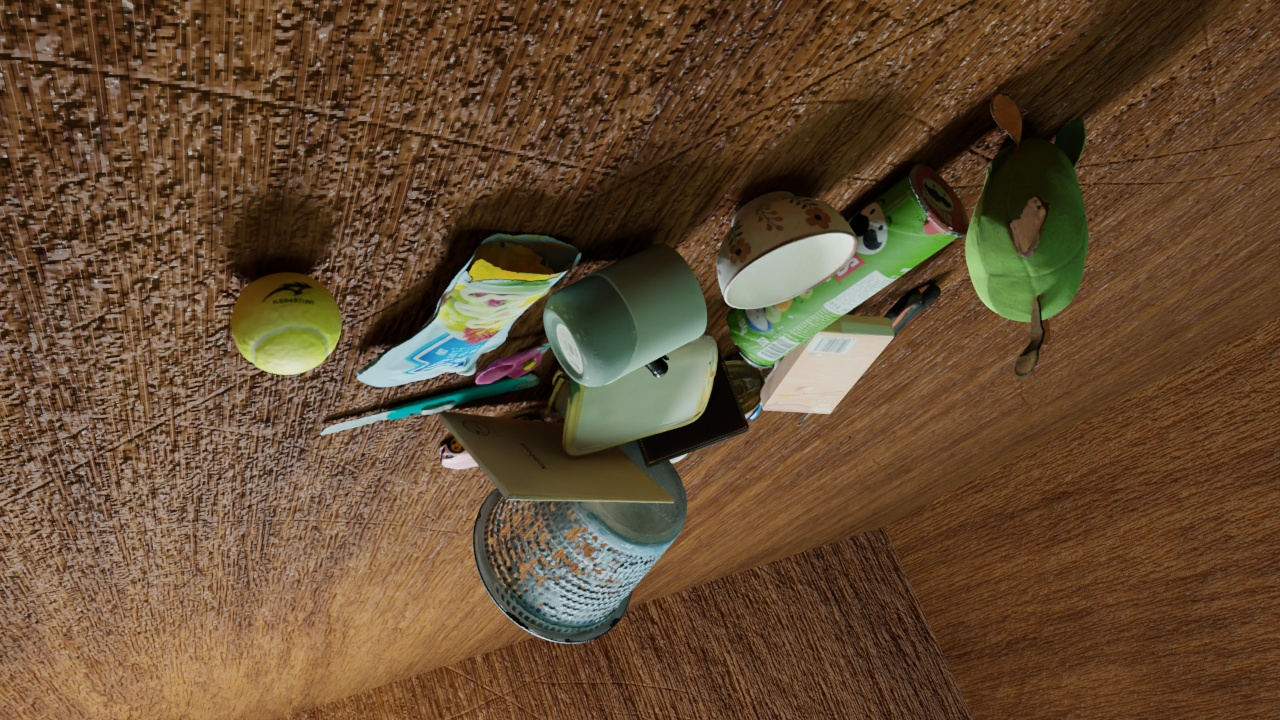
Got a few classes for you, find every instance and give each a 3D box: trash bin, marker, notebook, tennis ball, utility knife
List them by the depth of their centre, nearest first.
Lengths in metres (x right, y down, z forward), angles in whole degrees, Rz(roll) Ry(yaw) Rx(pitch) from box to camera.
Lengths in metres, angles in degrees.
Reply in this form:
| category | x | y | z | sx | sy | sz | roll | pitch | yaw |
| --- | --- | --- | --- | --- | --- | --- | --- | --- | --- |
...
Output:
| category | x | y | z | sx | sy | sz | roll | pitch | yaw |
| --- | --- | --- | --- | --- | --- | --- | --- | --- | --- |
| tennis ball | -0.224 | -0.024 | 0.582 | 0.065 | 0.065 | 0.065 | -19 | 160 | -7 |
| marker | -0.008 | -0.024 | 0.806 | 0.022 | 0.020 | 0.132 | -52 | 141 | -9 |
| utility knife | -0.191 | 0.041 | 0.855 | 0.209 | 0.013 | 0.029 | -14 | 158 | -19 |
| notebook | -0.081 | 0.098 | 0.912 | 0.207 | 0.148 | 0.008 | 10 | 111 | -43 |
| trash bin | -0.056 | 0.191 | 1.089 | 0.226 | 0.226 | 0.196 | -2 | 147 | -42 |

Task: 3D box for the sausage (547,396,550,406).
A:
| category | x | y | z | sx | sy | sz | roll | pitch | yaw |
| --- | --- | --- | --- | --- | --- | --- | --- | --- | --- |
| sausage | -0.062 | 0.057 | 1.011 | 0.021 | 0.021 | 0.165 | -27 | 160 | 14 |

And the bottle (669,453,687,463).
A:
| category | x | y | z | sx | sy | sz | roll | pitch | yaw |
| --- | --- | --- | --- | --- | --- | --- | --- | --- | --- |
| bottle | 0.039 | 0.095 | 1.148 | 0.108 | 0.063 | 0.063 | -25 | 160 | 13 |

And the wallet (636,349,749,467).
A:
| category | x | y | z | sx | sy | sz | roll | pitch | yaw |
| --- | --- | --- | --- | --- | --- | --- | --- | --- | --- |
| wallet | 0.048 | 0.053 | 1.009 | 0.122 | 0.096 | 0.020 | -20 | 180 | 0 |

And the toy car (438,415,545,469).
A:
| category | x | y | z | sx | sy | sz | roll | pitch | yaw |
| --- | --- | --- | --- | --- | --- | --- | --- | --- | --- |
| toy car | -0.156 | 0.094 | 0.993 | 0.122 | 0.037 | 0.056 | -16 | 158 | -10 |

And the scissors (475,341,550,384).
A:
| category | x | y | z | sx | sy | sz | roll | pitch | yaw |
| --- | --- | --- | --- | --- | --- | --- | --- | --- | --- |
| scissors | -0.091 | -0.009 | 0.804 | 0.128 | 0.017 | 0.134 | -21 | 170 | -47 |

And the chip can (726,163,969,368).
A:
| category | x | y | z | sx | sy | sz | roll | pitch | yaw |
| --- | --- | --- | --- | --- | --- | --- | --- | --- | --- |
| chip can | 0.180 | -0.077 | 0.835 | 0.072 | 0.072 | 0.237 | -1 | 152 | -43 |

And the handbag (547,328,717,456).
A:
| category | x | y | z | sx | sy | sz | roll | pitch | yaw |
| --- | --- | --- | --- | --- | --- | --- | --- | --- | --- |
| handbag | -0.005 | 0.005 | 0.898 | 0.163 | 0.063 | 0.179 | -15 | 144 | -23 |

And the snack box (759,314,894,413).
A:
| category | x | y | z | sx | sy | sz | roll | pitch | yaw |
| --- | --- | --- | --- | --- | --- | --- | --- | --- | --- |
| snack box | 0.192 | 0.006 | 0.966 | 0.084 | 0.026 | 0.158 | 4 | 147 | -15 |

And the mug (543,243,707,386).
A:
| category | x | y | z | sx | sy | sz | roll | pitch | yaw |
| --- | --- | --- | --- | --- | --- | --- | --- | --- | --- |
| mug | -0.016 | -0.027 | 0.725 | 0.106 | 0.082 | 0.112 | -28 | 160 | -21 |

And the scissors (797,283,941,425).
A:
| category | x | y | z | sx | sy | sz | roll | pitch | yaw |
| --- | --- | --- | --- | --- | --- | --- | --- | --- | --- |
| scissors | 0.272 | -0.012 | 1.064 | 0.221 | 0.021 | 0.221 | -37 | 163 | -24 |

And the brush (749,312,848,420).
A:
| category | x | y | z | sx | sy | sz | roll | pitch | yaw |
| --- | --- | --- | --- | --- | --- | --- | --- | --- | --- |
| brush | 0.178 | 0.009 | 1.089 | 0.109 | 0.060 | 0.315 | -16 | 161 | 1 |

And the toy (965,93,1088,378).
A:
| category | x | y | z | sx | sy | sz | roll | pitch | yaw |
| --- | --- | --- | --- | --- | --- | --- | --- | --- | --- |
| toy | 0.314 | -0.106 | 0.745 | 0.090 | 0.227 | 0.245 | -3 | -148 | 28 |

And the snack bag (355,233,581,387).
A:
| category | x | y | z | sx | sy | sz | roll | pitch | yaw |
| --- | --- | --- | --- | --- | --- | --- | --- | --- | --- |
| snack bag | -0.132 | -0.030 | 0.701 | 0.110 | 0.039 | 0.192 | -18 | 164 | -47 |

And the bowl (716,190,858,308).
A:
| category | x | y | z | sx | sy | sz | roll | pitch | yaw |
| --- | --- | --- | --- | --- | --- | --- | --- | --- | --- |
| bowl | 0.110 | -0.095 | 0.736 | 0.113 | 0.062 | 0.114 | -17 | 159 | -7 |

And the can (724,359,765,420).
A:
| category | x | y | z | sx | sy | sz | roll | pitch | yaw |
| --- | --- | --- | --- | --- | --- | --- | --- | --- | --- |
| can | 0.070 | 0.050 | 1.052 | 0.148 | 0.074 | 0.049 | -20 | 163 | -3 |
